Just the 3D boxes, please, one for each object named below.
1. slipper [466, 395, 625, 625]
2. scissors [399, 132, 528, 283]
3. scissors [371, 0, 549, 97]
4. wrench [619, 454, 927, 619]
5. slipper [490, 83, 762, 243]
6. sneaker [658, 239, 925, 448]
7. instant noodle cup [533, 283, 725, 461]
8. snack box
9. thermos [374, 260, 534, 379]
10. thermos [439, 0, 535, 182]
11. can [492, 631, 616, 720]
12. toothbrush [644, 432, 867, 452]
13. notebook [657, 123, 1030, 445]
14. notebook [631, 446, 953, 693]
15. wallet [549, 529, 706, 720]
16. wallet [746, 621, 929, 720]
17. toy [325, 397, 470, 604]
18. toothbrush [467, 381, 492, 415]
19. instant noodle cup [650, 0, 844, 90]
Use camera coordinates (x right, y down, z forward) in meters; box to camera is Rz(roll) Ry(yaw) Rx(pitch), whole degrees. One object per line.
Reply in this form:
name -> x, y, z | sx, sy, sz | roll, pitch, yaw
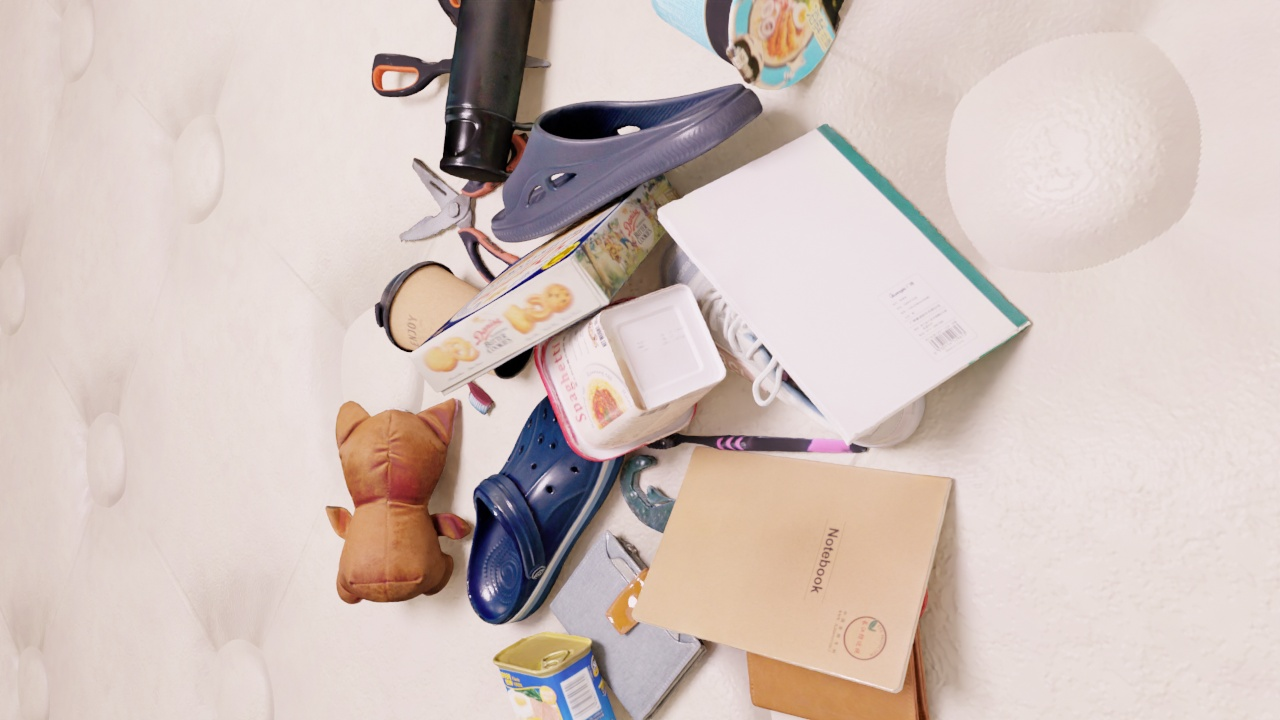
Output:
slipper -> -0.103, 0.126, 0.800 | 0.105, 0.095, 0.253 | 42, 117, 34
scissors -> -0.168, -0.143, 0.907 | 0.224, 0.015, 0.189 | -23, 75, 36
scissors -> -0.185, -0.305, 0.913 | 0.233, 0.021, 0.220 | -11, 78, 28
wrench -> 0.088, 0.135, 0.700 | 0.274, 0.016, 0.056 | 18, 100, 37
slipper -> -0.029, -0.171, 0.718 | 0.269, 0.110, 0.083 | -15, 112, 43
sneaker -> 0.085, -0.018, 0.658 | 0.242, 0.090, 0.090 | 40, 111, 32
instant noodle cup -> -0.004, 0.004, 0.686 | 0.116, 0.116, 0.124 | 67, 156, 4
snack box -> -0.069, -0.064, 0.726 | 0.178, 0.182, 0.046 | -27, 106, 33
thermos -> -0.172, -0.034, 0.864 | 0.143, 0.093, 0.093 | 24, 103, 28
thermos -> -0.124, -0.286, 0.837 | 0.090, 0.068, 0.242 | 8, 89, -6
can -> -0.071, 0.283, 0.777 | 0.102, 0.057, 0.083 | -14, 96, 52
toothbrush -> 0.081, 0.064, 0.701 | 0.190, 0.017, 0.014 | -1, 102, 34
notebook -> 0.130, -0.062, 0.611 | 0.150, 0.012, 0.209 | -30, 64, -14
notebook -> 0.101, 0.136, 0.649 | 0.208, 0.008, 0.147 | 4, 61, 38
wallet -> -0.013, 0.220, 0.764 | 0.129, 0.037, 0.107 | 46, 116, 29
wallet -> 0.133, 0.206, 0.646 | 0.132, 0.031, 0.108 | -2, 99, 38
toy -> -0.240, 0.136, 0.905 | 0.130, 0.140, 0.199 | 147, 120, -78
toothbrush -> -0.206, -0.007, 0.933 | 0.187, 0.016, 0.017 | 43, 124, 30
instant noodle cup -> 0.068, -0.270, 0.672 | 0.120, 0.111, 0.111 | 40, 113, 39
